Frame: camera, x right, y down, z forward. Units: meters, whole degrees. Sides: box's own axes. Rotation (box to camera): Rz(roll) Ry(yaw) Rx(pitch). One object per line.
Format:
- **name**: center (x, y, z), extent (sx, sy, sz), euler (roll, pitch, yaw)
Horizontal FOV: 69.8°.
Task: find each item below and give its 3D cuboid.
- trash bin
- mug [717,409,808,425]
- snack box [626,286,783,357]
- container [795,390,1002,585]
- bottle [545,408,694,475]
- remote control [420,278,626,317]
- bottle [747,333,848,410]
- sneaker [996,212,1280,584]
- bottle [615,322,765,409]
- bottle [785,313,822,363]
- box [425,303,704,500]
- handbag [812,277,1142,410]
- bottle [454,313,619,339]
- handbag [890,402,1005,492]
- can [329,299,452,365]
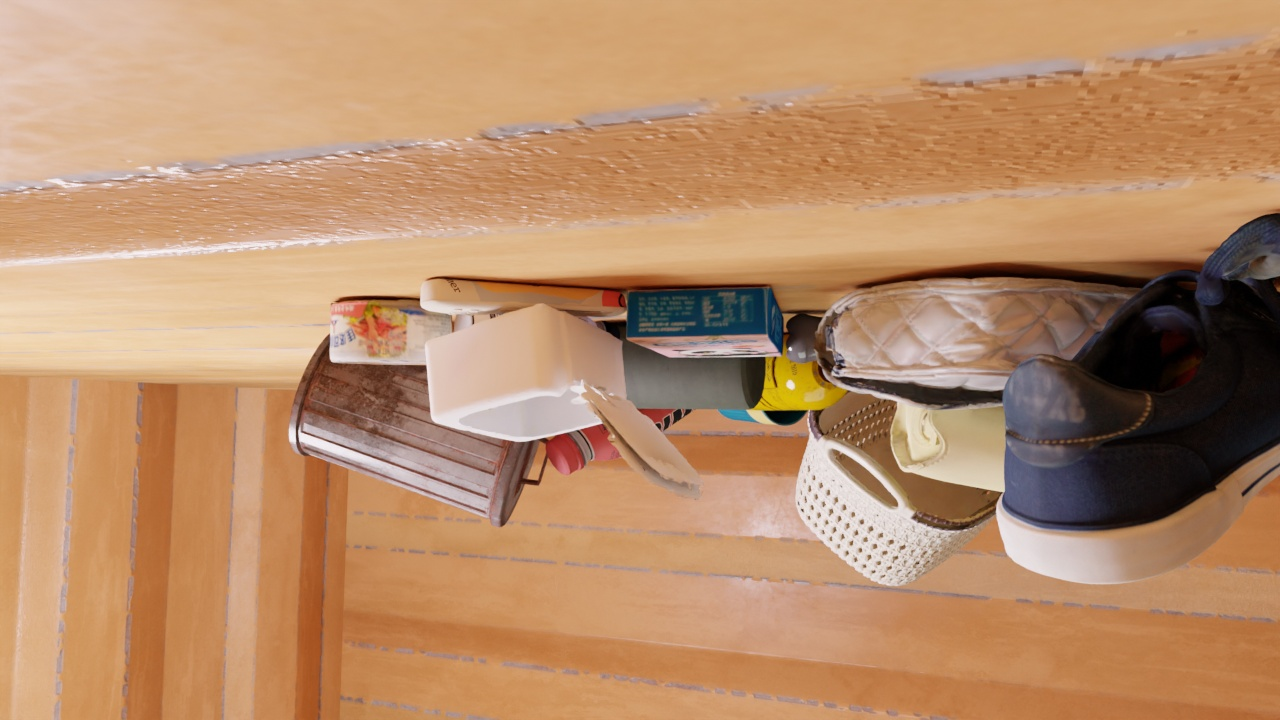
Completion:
- **trash bin**: center (-0.184, 0.059, 0.820), extent (0.211, 0.130, 0.131), euler (18, 177, 2)
- **mug**: center (0.160, 0.031, 1.134), extent (0.113, 0.083, 0.107), euler (-28, -170, -26)
- **snack box**: center (0.049, -0.023, 0.614), extent (0.088, 0.033, 0.154), euler (-1, 176, 12)
- **container**: center (0.263, 0.098, 0.878), extent (0.250, 0.144, 0.185), euler (-23, -127, -38)
- **bottle**: center (-0.005, 0.043, 0.821), extent (0.176, 0.062, 0.062), euler (-32, -168, -25)
- **remote control**: center (-0.070, -0.036, 0.561), extent (0.125, 0.018, 0.038), euler (1, 176, -18)
- **bottle**: center (0.136, 0.011, 0.824), extent (0.071, 0.071, 0.164), euler (2, 176, -18)
- **sneaker**: center (0.271, -0.013, 0.419), extent (0.293, 0.127, 0.121), euler (-19, -168, -28)
- **bottle**: center (-0.004, 0.004, 0.756), extent (0.207, 0.071, 0.071), euler (0, 176, 22)
- **bottle**: center (0.160, -0.016, 0.660), extent (0.110, 0.036, 0.036), euler (0, 176, 11)
- **box**: center (-0.038, 0.021, 0.562), extent (0.189, 0.101, 0.111), euler (7, 173, 30)
- **handbag**: center (0.218, -0.005, 0.541), extent (0.194, 0.072, 0.139), euler (3, 177, -25)
- **bottle**: center (-0.070, -0.019, 0.646), extent (0.115, 0.041, 0.041), euler (3, 176, -29)
- **handbag**: center (0.247, 0.051, 0.641), extent (0.119, 0.081, 0.111), euler (15, -166, 3)
- **can**: center (-0.178, -0.019, 0.658), extent (0.086, 0.043, 0.086), euler (0, 178, 0)
